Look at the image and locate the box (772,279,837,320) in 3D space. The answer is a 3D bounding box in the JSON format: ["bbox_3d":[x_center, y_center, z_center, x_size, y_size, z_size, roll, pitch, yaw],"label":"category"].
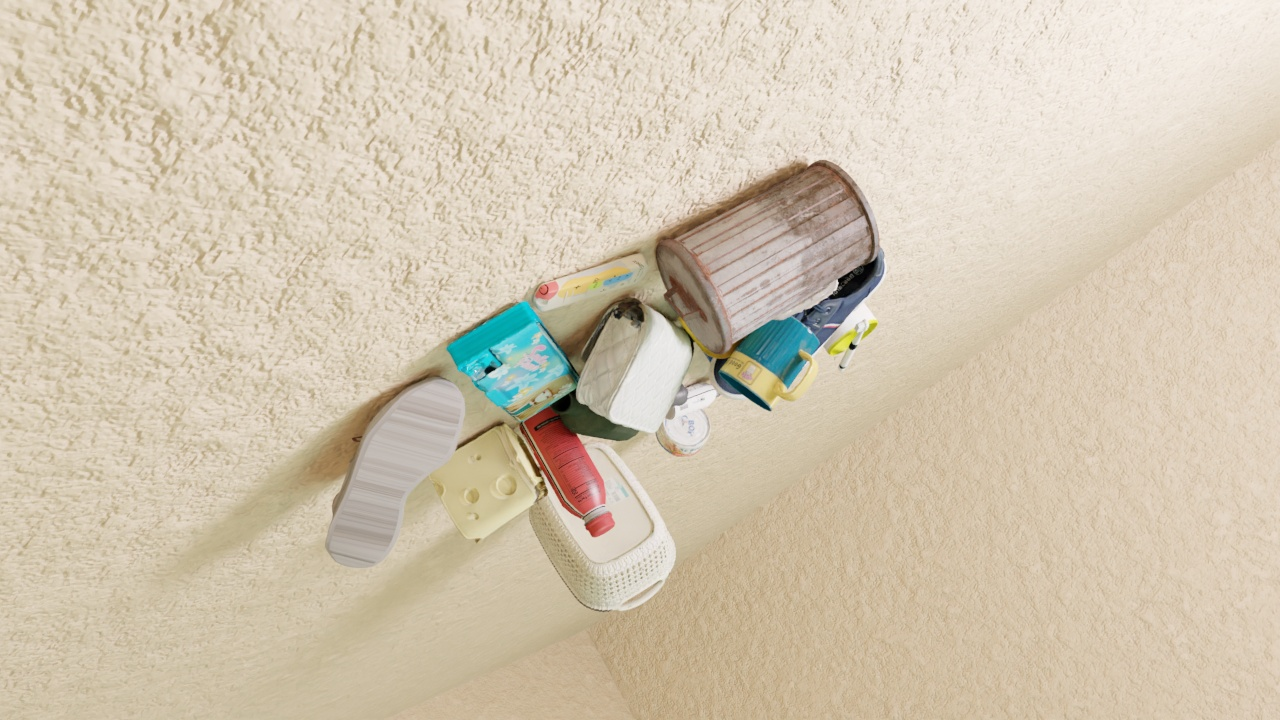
[{"bbox_3d":[0.162,-0.105,1.074,0.111,0.101,0.189,-34,-177,4],"label":"box"}]

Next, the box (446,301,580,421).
[{"bbox_3d":[-0.128,0.008,0.981,0.094,0.039,0.227,-31,162,-2],"label":"box"}]

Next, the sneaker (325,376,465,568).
[{"bbox_3d":[-0.263,0.103,0.968,0.099,0.089,0.236,24,107,-29],"label":"sneaker"}]

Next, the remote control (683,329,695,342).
[{"bbox_3d":[0.098,-0.040,1.260,0.146,0.015,0.033,-12,154,-46],"label":"remote control"}]

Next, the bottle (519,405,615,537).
[{"bbox_3d":[-0.089,0.144,1.178,0.062,0.176,0.062,-28,162,-10],"label":"bottle"}]

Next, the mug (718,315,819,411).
[{"bbox_3d":[0.171,0.004,1.137,0.107,0.114,0.083,-51,131,-6],"label":"mug"}]

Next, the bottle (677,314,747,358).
[{"bbox_3d":[0.087,-0.052,1.121,0.071,0.071,0.164,-33,162,5],"label":"bottle"}]

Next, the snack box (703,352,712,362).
[{"bbox_3d":[0.151,-0.009,1.400,0.088,0.033,0.154,-34,162,5],"label":"snack box"}]

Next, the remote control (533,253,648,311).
[{"bbox_3d":[-0.049,-0.078,0.919,0.125,0.018,0.038,-20,159,-26],"label":"remote control"}]

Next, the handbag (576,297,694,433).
[{"bbox_3d":[-0.006,0.006,1.089,0.139,0.072,0.194,-64,160,-1],"label":"handbag"}]

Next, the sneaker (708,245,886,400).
[{"bbox_3d":[0.207,-0.061,1.217,0.294,0.120,0.127,-42,172,4],"label":"sneaker"}]

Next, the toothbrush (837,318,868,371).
[{"bbox_3d":[0.298,-0.018,1.301,0.017,0.012,0.187,-17,161,-4],"label":"toothbrush"}]

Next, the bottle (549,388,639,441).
[{"bbox_3d":[-0.059,0.063,1.185,0.071,0.071,0.206,-36,162,12],"label":"bottle"}]

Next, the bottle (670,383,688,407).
[{"bbox_3d":[0.024,0.061,1.371,0.109,0.036,0.036,-17,157,-39],"label":"bottle"}]

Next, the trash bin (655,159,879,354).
[{"bbox_3d":[0.123,-0.105,0.950,0.211,0.130,0.131,-30,162,-10],"label":"trash bin"}]

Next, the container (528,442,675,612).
[{"bbox_3d":[-0.062,0.249,1.418,0.184,0.251,0.143,-28,152,-17],"label":"container"}]

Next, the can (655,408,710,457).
[{"bbox_3d":[0.070,0.111,1.500,0.086,0.086,0.043,-23,160,-26],"label":"can"}]

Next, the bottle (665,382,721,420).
[{"bbox_3d":[0.085,0.060,1.461,0.115,0.041,0.041,-18,158,-36],"label":"bottle"}]

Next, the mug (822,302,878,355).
[{"bbox_3d":[0.276,-0.073,1.316,0.082,0.106,0.083,-28,162,-10],"label":"mug"}]

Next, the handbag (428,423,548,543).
[{"bbox_3d":[-0.186,0.152,1.149,0.119,0.111,0.081,-32,154,-1],"label":"handbag"}]
